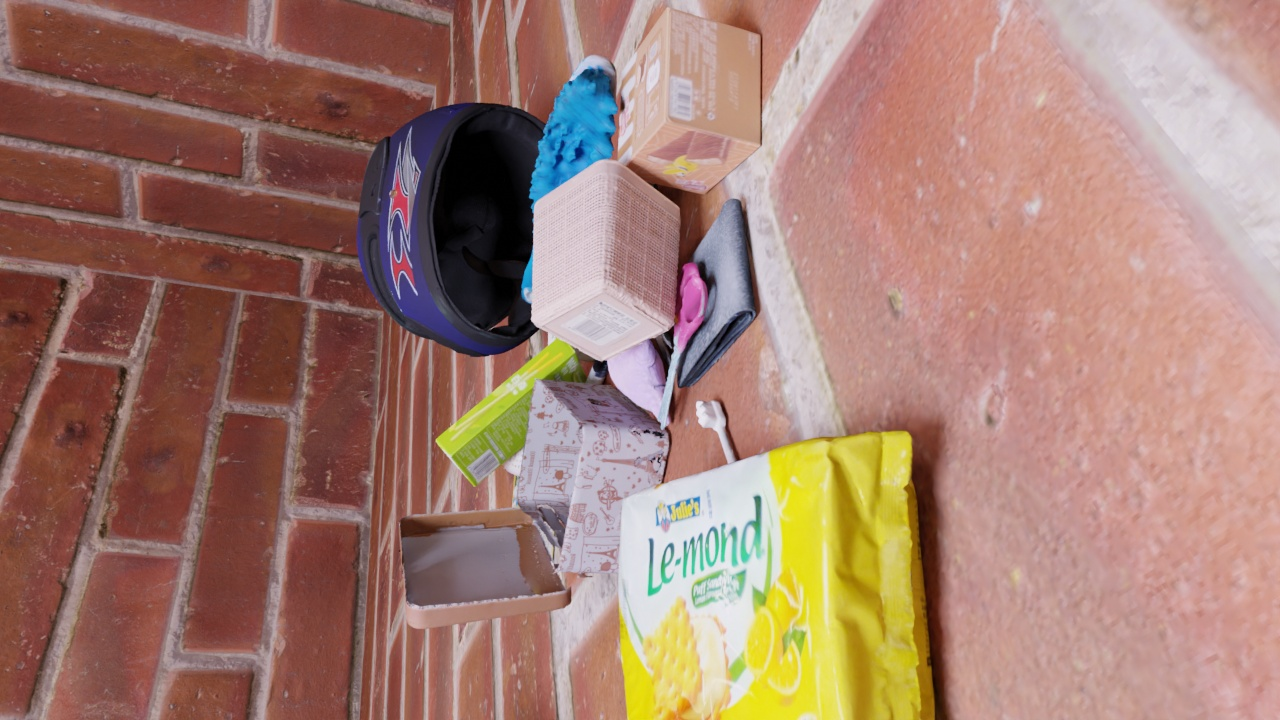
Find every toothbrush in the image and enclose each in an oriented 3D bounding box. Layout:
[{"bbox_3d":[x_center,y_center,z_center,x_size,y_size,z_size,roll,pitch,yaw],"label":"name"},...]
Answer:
[{"bbox_3d":[0.065,0.090,0.595,0.180,0.016,0.016,-107,29,-46],"label":"toothbrush"}]

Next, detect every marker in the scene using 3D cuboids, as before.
[{"bbox_3d":[-0.051,0.031,0.919,0.018,0.022,0.131,43,130,24],"label":"marker"}]

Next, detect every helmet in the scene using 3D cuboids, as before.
[{"bbox_3d":[-0.213,-0.139,1.075,0.241,0.247,0.314,-20,54,47],"label":"helmet"}]

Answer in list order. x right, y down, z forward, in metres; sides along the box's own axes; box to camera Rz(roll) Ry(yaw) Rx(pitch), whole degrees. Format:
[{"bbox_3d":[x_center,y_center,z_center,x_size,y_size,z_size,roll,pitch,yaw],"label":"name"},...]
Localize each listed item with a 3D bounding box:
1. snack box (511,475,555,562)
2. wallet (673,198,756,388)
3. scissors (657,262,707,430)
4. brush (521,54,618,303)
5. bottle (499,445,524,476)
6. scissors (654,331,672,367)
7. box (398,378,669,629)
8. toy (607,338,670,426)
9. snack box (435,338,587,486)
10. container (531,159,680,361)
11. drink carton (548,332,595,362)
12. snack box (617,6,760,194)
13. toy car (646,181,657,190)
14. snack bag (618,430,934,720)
[{"bbox_3d":[-0.122,0.167,1.041,0.087,0.033,0.140,146,127,-64],"label":"snack box"},{"bbox_3d":[0.051,-0.047,0.685,0.121,0.019,0.097,126,148,-54],"label":"wallet"},{"bbox_3d":[0.026,-0.010,0.697,0.072,0.017,0.137,-107,26,-54],"label":"scissors"},{"bbox_3d":[-0.075,-0.135,0.830,0.109,0.060,0.315,-82,12,-46],"label":"brush"},{"bbox_3d":[-0.126,0.091,0.970,0.063,0.108,0.063,-172,91,-69],"label":"bottle"},{"bbox_3d":[-0.003,-0.051,0.803,0.162,0.019,0.179,102,150,-61],"label":"scissors"},{"bbox_3d":[-0.099,0.104,0.791,0.180,0.217,0.158,-139,47,-68],"label":"box"},{"bbox_3d":[-0.005,0.004,0.770,0.108,0.039,0.084,-144,40,-72],"label":"toy"},{"bbox_3d":[-0.121,0.052,0.902,0.026,0.156,0.086,44,167,25],"label":"snack box"},{"bbox_3d":[-0.026,-0.070,0.686,0.090,0.090,0.110,-25,50,35],"label":"container"},{"bbox_3d":[-0.068,-0.059,0.950,0.046,0.053,0.122,125,147,-54],"label":"drink carton"},{"bbox_3d":[0.035,-0.191,0.690,0.095,0.077,0.092,149,126,-64],"label":"snack box"},{"bbox_3d":[-0.010,-0.136,0.851,0.091,0.035,0.042,149,127,-67],"label":"toy car"},{"bbox_3d":[0.062,0.137,0.494,0.247,0.068,0.158,-29,57,58],"label":"snack bag"}]
